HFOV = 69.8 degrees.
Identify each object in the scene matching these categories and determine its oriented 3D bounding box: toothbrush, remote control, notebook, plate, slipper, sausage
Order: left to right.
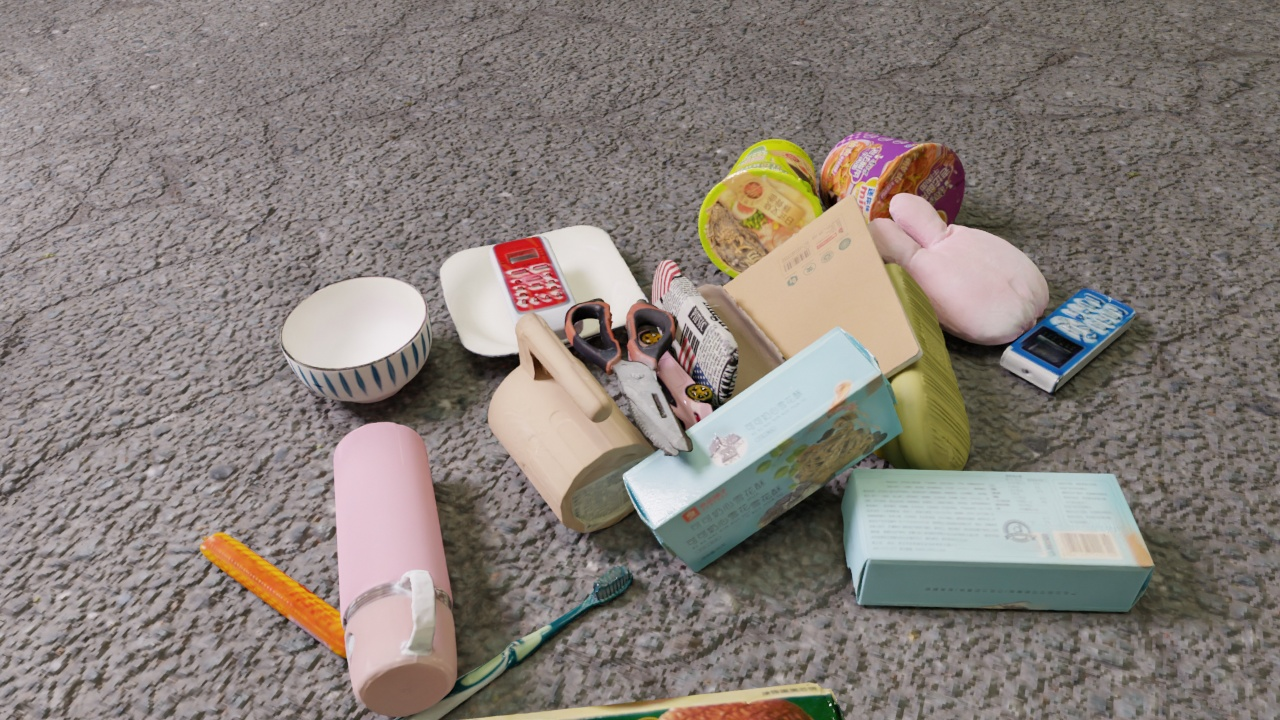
[{"bbox_3d":[-0.235,0.151,0.598,0.165,0.021,0.021,23,48,27],"label":"sausage"},{"bbox_3d":[-0.081,0.179,0.559,0.191,0.018,0.016,-29,46,-26],"label":"toothbrush"},{"bbox_3d":[-0.090,-0.062,0.777,0.056,0.020,0.136,-13,42,-12],"label":"remote control"},{"bbox_3d":[-0.087,-0.055,0.810,0.163,0.034,0.164,-15,43,-12],"label":"plate"},{"bbox_3d":[0.130,-0.033,0.724,0.148,0.008,0.207,-36,34,24],"label":"notebook"},{"bbox_3d":[0.190,0.013,0.692,0.082,0.091,0.190,-29,41,34],"label":"slipper"},{"bbox_3d":[0.349,-0.017,0.745,0.124,0.024,0.049,-30,48,-28],"label":"remote control"}]

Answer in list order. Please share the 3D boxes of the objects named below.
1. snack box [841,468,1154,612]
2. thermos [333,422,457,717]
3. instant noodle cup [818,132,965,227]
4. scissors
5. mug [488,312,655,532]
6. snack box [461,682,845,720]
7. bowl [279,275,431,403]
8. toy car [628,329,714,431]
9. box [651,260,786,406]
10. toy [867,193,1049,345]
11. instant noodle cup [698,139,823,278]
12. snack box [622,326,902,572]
[{"bbox_3d":[0.221,0.114,0.585,0.175,0.052,0.074,1,40,4],"label":"snack box"},{"bbox_3d":[-0.154,0.117,0.575,0.067,0.087,0.198,7,31,-24],"label":"thermos"},{"bbox_3d":[0.229,-0.162,0.862,0.111,0.112,0.099,-20,36,-18],"label":"instant noodle cup"},{"bbox_3d":[0.008,0.004,0.647,0.209,0.015,0.184,22,34,33],"label":"scissors"},{"bbox_3d":[-0.047,0.042,0.631,0.084,0.125,0.103,-24,47,-23],"label":"mug"},{"bbox_3d":[-0.022,0.220,0.435,0.240,0.115,0.063,-6,41,-2],"label":"snack box"},{"bbox_3d":[-0.224,-0.009,0.744,0.116,0.066,0.116,-2,42,2],"label":"bowl"},{"bbox_3d":[0.019,0.026,0.697,0.037,0.056,0.122,-15,42,-23],"label":"toy car"},{"bbox_3d":[0.047,-0.025,0.723,0.076,0.087,0.163,-38,38,7],"label":"box"},{"bbox_3d":[0.267,-0.079,0.776,0.159,0.054,0.121,41,55,11],"label":"toy"},{"bbox_3d":[0.119,-0.149,0.855,0.112,0.112,0.123,6,35,11],"label":"instant noodle cup"},{"bbox_3d":[0.080,0.060,0.593,0.175,0.074,0.051,-35,49,2],"label":"snack box"}]
